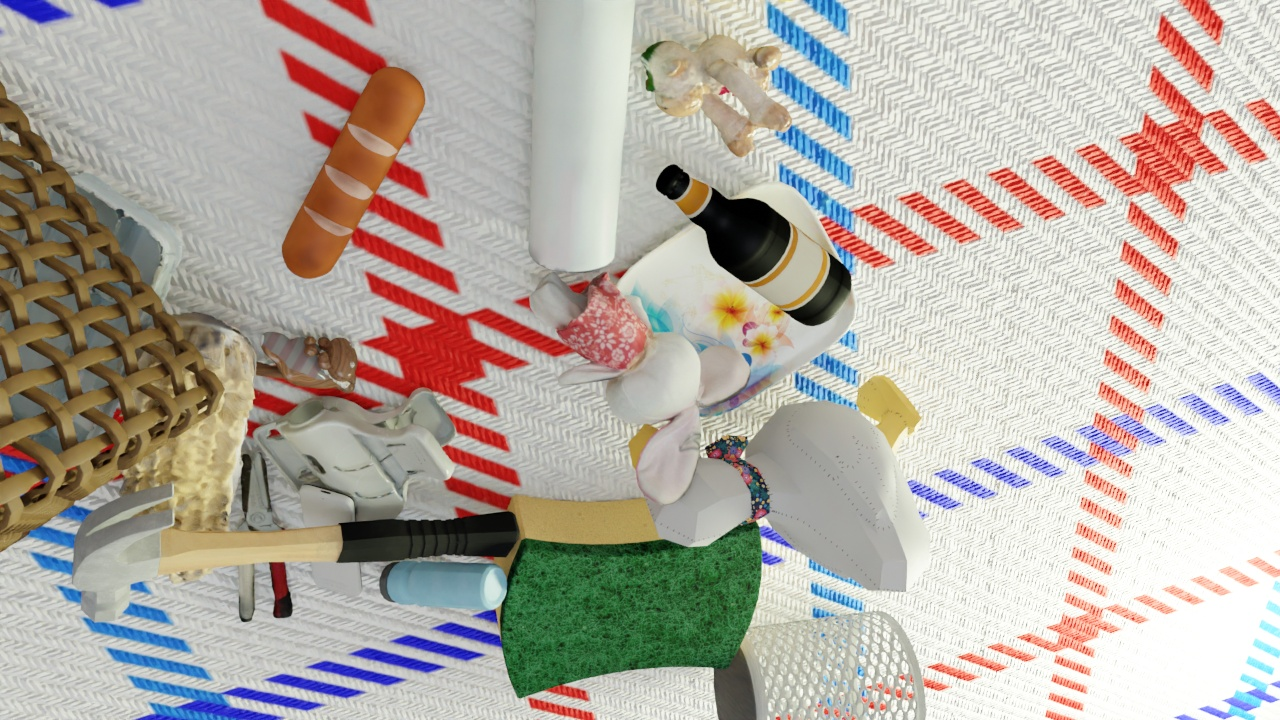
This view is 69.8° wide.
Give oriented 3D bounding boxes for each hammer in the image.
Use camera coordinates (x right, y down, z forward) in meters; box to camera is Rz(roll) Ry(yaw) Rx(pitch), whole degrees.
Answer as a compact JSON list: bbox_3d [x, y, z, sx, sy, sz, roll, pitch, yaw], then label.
[{"bbox_3d":[-0.254,0.144,0.722,0.327,0.039,0.131,3,138,-31],"label":"hammer"}]

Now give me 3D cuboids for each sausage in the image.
[{"bbox_3d":[-0.198,-0.127,0.630,0.039,0.044,0.164,29,110,-19],"label":"sausage"}]

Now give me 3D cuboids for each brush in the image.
[{"bbox_3d":[-0.014,0.220,0.892,0.250,0.075,0.195,-3,123,-15],"label":"brush"},{"bbox_3d":[-0.338,0.074,0.680,0.083,0.056,0.272,10,132,-24],"label":"brush"}]

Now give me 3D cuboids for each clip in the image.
[{"bbox_3d":[-0.225,0.080,0.753,0.144,0.074,0.125,-18,129,8],"label":"clip"}]

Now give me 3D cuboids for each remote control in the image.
[{"bbox_3d":[-0.265,0.157,0.789,0.045,0.008,0.147,15,134,3],"label":"remote control"}]

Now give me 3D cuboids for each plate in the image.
[{"bbox_3d":[0.081,-0.049,0.782,0.187,0.016,0.187,-34,125,6],"label":"plate"}]

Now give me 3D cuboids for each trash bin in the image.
[{"bbox_3d":[0.187,0.360,0.999,0.183,0.156,0.157,-1,122,-13],"label":"trash bin"}]

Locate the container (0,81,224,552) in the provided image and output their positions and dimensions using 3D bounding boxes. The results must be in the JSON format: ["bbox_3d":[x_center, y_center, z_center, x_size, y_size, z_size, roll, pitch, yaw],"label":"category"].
[{"bbox_3d":[-0.423,0.001,0.474,0.220,0.213,0.251,-31,99,12],"label":"container"}]

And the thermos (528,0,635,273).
[{"bbox_3d":[-0.042,-0.176,0.632,0.068,0.068,0.230,-4,123,-14],"label":"thermos"}]

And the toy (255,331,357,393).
[{"bbox_3d":[-0.261,0.002,0.699,0.101,0.041,0.055,14,139,-33],"label":"toy"}]

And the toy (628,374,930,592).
[{"bbox_3d":[0.137,0.111,0.795,0.266,0.247,0.141,-22,138,-36],"label":"toy"}]

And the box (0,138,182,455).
[{"bbox_3d":[-0.428,-0.044,0.619,0.192,0.061,0.210,28,111,-10],"label":"box"}]

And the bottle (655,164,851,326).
[{"bbox_3d":[0.084,-0.092,0.705,0.181,0.059,0.059,31,109,-31],"label":"bottle"}]

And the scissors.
[{"bbox_3d":[-0.323,0.159,0.793,0.146,0.015,0.188,32,111,-34],"label":"scissors"}]

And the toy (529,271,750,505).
[{"bbox_3d":[-0.004,0.004,0.718,0.194,0.158,0.084,39,150,-19],"label":"toy"}]

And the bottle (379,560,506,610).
[{"bbox_3d":[-0.182,0.200,0.822,0.130,0.040,0.040,-5,131,28],"label":"bottle"}]

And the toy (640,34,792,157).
[{"bbox_3d":[0.050,-0.193,0.643,0.106,0.085,0.074,14,96,-14],"label":"toy"}]
